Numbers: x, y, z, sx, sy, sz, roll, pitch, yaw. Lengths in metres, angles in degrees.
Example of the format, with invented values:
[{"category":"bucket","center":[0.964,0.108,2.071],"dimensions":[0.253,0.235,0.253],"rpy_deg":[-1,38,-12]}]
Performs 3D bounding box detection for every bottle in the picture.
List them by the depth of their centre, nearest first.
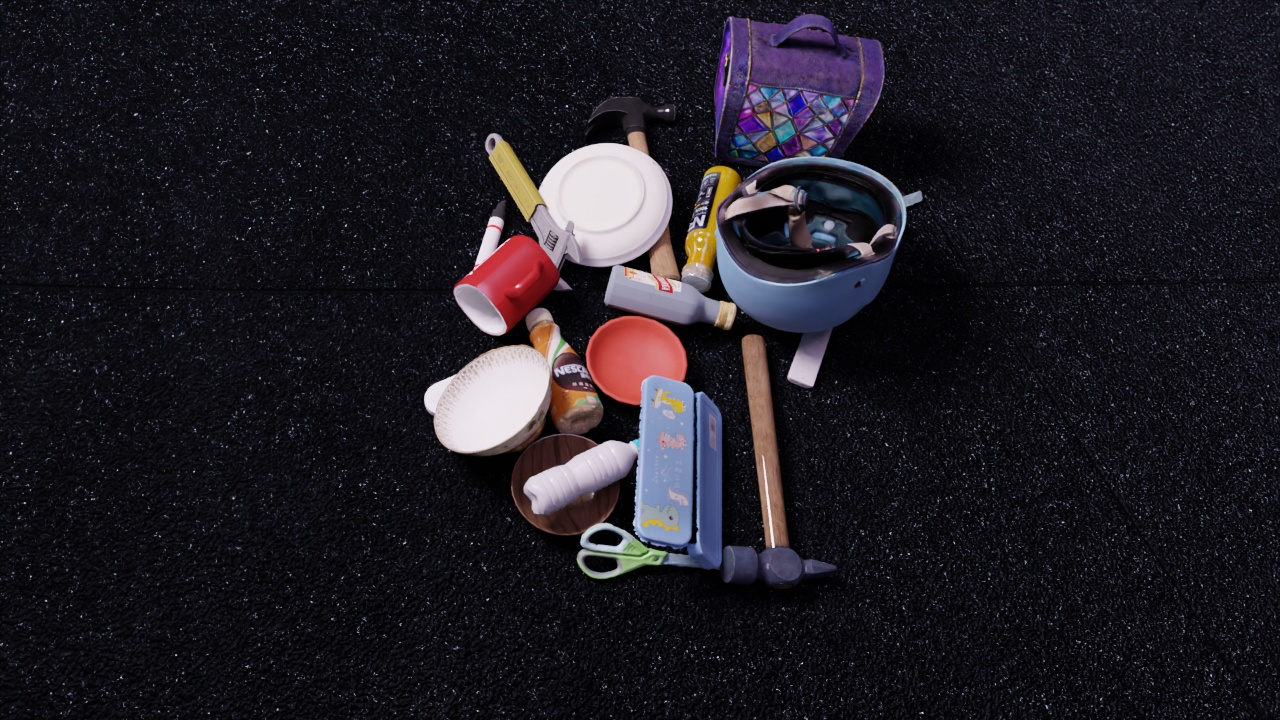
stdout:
[{"category":"bottle","center":[-0.058,0.122,0.992],"dimensions":[0.136,0.044,0.044],"rpy_deg":[-24,67,-21]},{"category":"bottle","center":[-0.097,0.008,1.082],"dimensions":[0.059,0.059,0.167],"rpy_deg":[-14,56,-17]},{"category":"bottle","center":[0.038,-0.074,1.145],"dimensions":[0.161,0.046,0.072],"rpy_deg":[15,21,-4]},{"category":"bottle","center":[0.091,-0.174,1.218],"dimensions":[0.053,0.053,0.185],"rpy_deg":[16,60,0]}]

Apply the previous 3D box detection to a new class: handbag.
[{"category":"handbag","center":[0.206,-0.374,1.251],"dimensions":[0.205,0.223,0.125],"rpy_deg":[6,60,-7]}]

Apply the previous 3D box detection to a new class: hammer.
[{"category":"hammer","center":[0.149,0.108,1.078],"dimensions":[0.129,0.040,0.321],"rpy_deg":[7,58,-16]},{"category":"hammer","center":[0.004,-0.234,1.249],"dimensions":[0.132,0.040,0.305],"rpy_deg":[-3,62,-15]}]

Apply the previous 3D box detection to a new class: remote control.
[{"category":"remote control","center":[-0.189,0.028,1.080],"dimensions":[0.136,0.013,0.043],"rpy_deg":[-25,68,-21]},{"category":"remote control","center":[0.222,-0.022,1.177],"dimensions":[0.033,0.012,0.130],"rpy_deg":[22,60,6]}]

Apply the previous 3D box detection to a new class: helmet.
[{"category":"helmet","center":[0.207,-0.142,1.151],"dimensions":[0.225,0.167,0.264],"rpy_deg":[26,55,21]}]

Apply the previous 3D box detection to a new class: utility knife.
[{"category":"utility knife","center":[0.324,-0.207,1.298],"dimensions":[0.197,0.015,0.031],"rpy_deg":[-21,67,-21]}]

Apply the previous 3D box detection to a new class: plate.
[{"category":"plate","center":[-0.050,-0.211,1.196],"dimensions":[0.182,0.034,0.182],"rpy_deg":[-2,70,6]}]

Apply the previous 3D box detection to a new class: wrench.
[{"category":"wrench","center":[-0.144,-0.201,1.195],"dimensions":[0.018,0.084,0.273],"rpy_deg":[1,47,-46]}]

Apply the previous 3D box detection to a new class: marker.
[{"category":"marker","center":[-0.193,-0.151,1.176],"dimensions":[0.019,0.019,0.145],"rpy_deg":[13,60,-3]}]

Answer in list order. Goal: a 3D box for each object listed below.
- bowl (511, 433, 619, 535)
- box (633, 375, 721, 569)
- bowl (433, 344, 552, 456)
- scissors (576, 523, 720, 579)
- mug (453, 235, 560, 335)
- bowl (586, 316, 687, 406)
[{"category":"bowl","center":[-0.084,0.142,1.022],"dimensions":[0.119,0.032,0.119],"rpy_deg":[4,60,-7]},{"category":"box","center":[0.050,0.118,1.014],"dimensions":[0.126,0.039,0.208],"rpy_deg":[31,45,-32]},{"category":"bowl","center":[-0.152,0.058,1.024],"dimensions":[0.145,0.063,0.145],"rpy_deg":[-15,45,16]},{"category":"scissors","center":[0.017,0.215,1.001],"dimensions":[0.174,0.033,0.065],"rpy_deg":[10,98,-8]},{"category":"mug","center":[-0.152,-0.092,1.094],"dimensions":[0.096,0.117,0.080],"rpy_deg":[-47,113,-28]},{"category":"bowl","center":[-0.007,0.007,1.110],"dimensions":[0.122,0.035,0.121],"rpy_deg":[4,60,-7]}]
